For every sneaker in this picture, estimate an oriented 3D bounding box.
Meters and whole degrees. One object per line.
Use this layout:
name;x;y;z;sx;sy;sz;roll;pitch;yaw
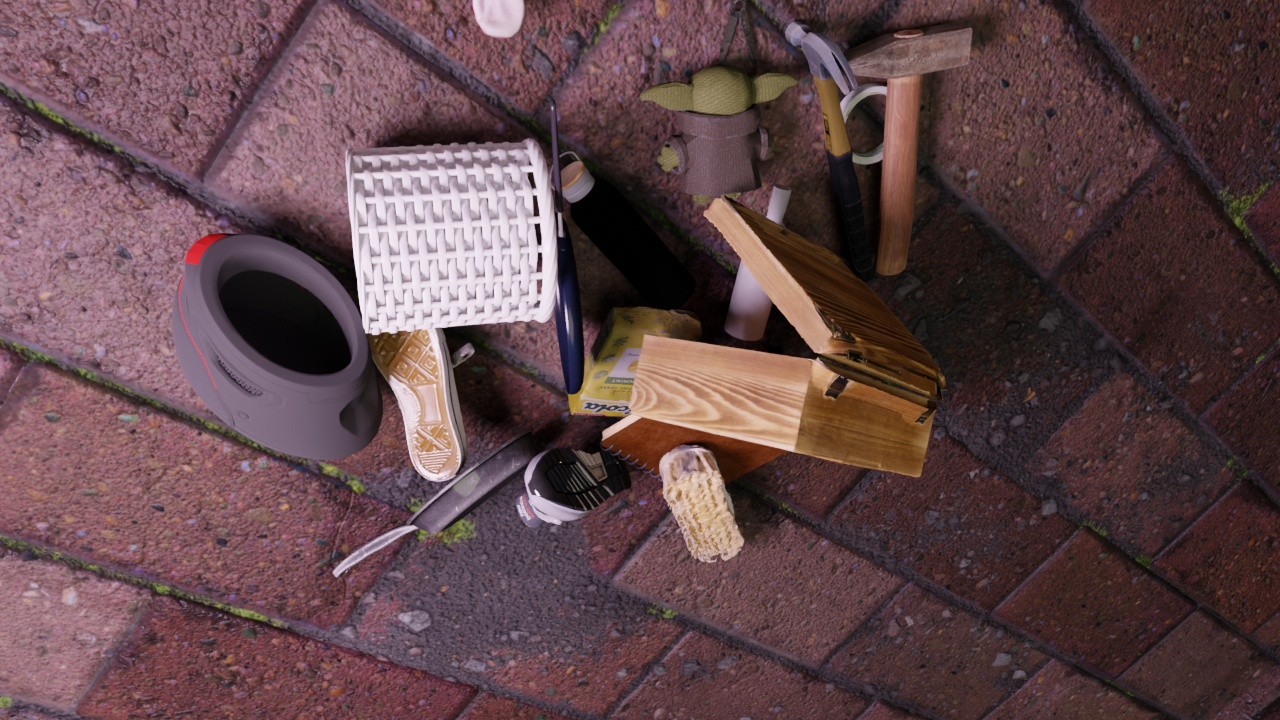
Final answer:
sneaker;-0.108;0.172;1.167;0.124;0.089;0.239;-30;166;21
sneaker;-0.249;0.018;1.068;0.118;0.087;0.241;-11;102;11

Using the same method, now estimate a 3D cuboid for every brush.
brush;0.086;0.203;1.278;0.083;0.056;0.271;-16;141;3

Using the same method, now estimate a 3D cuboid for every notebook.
notebook;0.071;0.110;1.226;0.168;0.024;0.225;-32;137;25

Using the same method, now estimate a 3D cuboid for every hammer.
hammer;0.306;-0.239;1.106;0.157;0.037;0.301;-13;123;-11
hammer;0.237;-0.227;1.080;0.025;0.117;0.333;-26;131;-4

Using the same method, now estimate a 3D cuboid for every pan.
pan;-0.265;0.195;1.153;0.358;0.187;0.055;-40;86;22
pan;-0.079;-0.114;0.947;0.021;0.198;0.357;-7;140;-7

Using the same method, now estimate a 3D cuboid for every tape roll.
tape roll;0.275;-0.284;1.102;0.093;0.018;0.094;-8;122;-14

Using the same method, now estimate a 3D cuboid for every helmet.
helmet;-0.382;-0.002;0.962;0.170;0.163;0.264;-26;118;41

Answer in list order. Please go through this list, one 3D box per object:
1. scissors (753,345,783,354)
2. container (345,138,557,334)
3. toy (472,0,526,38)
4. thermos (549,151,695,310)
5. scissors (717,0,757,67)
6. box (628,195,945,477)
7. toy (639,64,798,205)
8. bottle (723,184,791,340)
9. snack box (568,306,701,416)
scissors;0.111;0.014;1.187;0.194;0.015;0.180;-24;150;-19
container;-0.194;-0.127;0.936;0.186;0.189;0.190;-6;122;-15
toy;-0.192;-0.389;0.842;0.194;0.084;0.159;2;101;-16
thermos;-0.025;-0.148;1.057;0.061;0.061;0.231;-40;125;8
scissors;0.103;-0.398;0.977;0.168;0.012;0.158;32;108;-33
box;0.196;-0.021;1.027;0.278;0.270;0.263;17;87;-46
toy;0.087;-0.250;1.023;0.179;0.078;0.153;-10;116;-15
bottle;0.151;-0.122;1.139;0.052;0.052;0.196;1;120;-20
snack box;-0.007;0.007;1.135;0.121;0.045;0.181;4;141;-22
